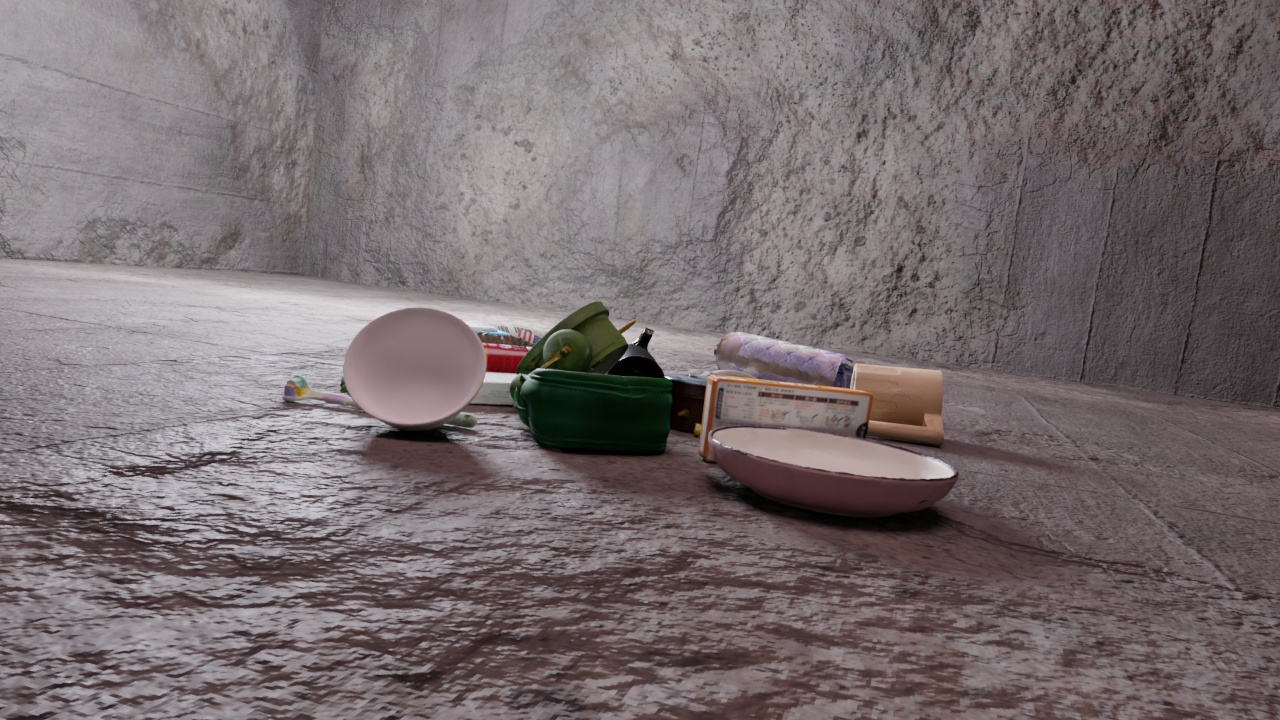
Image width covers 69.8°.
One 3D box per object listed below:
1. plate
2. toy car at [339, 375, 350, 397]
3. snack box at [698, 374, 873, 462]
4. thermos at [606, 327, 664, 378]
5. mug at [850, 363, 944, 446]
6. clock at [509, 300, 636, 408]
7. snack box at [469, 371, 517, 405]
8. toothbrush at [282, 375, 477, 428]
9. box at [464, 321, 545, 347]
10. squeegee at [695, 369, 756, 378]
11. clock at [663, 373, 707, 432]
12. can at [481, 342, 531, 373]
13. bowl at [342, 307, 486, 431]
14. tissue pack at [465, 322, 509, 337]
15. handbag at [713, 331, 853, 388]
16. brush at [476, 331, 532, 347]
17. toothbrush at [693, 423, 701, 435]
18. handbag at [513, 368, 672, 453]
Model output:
[{"bbox_3d":[0.147,0.088,0.720,0.192,0.039,0.192,7,5,-1],"label":"plate"},{"bbox_3d":[-0.256,0.018,0.923,0.091,0.036,0.043,-10,10,-11],"label":"toy car"},{"bbox_3d":[0.131,0.058,0.827,0.153,0.075,0.026,6,6,-14],"label":"snack box"},{"bbox_3d":[-0.007,0.007,1.121,0.068,0.090,0.242,19,5,-4],"label":"thermos"},{"bbox_3d":[0.309,0.058,1.116,0.103,0.084,0.124,6,32,9],"label":"mug"},{"bbox_3d":[-0.075,0.001,0.940,0.056,0.116,0.160,48,34,8],"label":"clock"},{"bbox_3d":[-0.161,0.030,1.011,0.156,0.027,0.085,4,6,-26],"label":"snack box"},{"bbox_3d":[-0.239,0.041,0.842,0.190,0.029,0.020,9,-35,11],"label":"toothbrush"},{"bbox_3d":[-0.202,-0.031,1.343,0.163,0.077,0.075,7,10,-25],"label":"box"},{"bbox_3d":[0.106,0.032,1.277,0.246,0.039,0.247,2,7,-42],"label":"squeegee"},{"bbox_3d":[0.073,0.046,0.989,0.121,0.055,0.082,4,5,-36],"label":"clock"},{"bbox_3d":[-0.179,0.006,1.093,0.132,0.053,0.053,5,6,-20],"label":"can"},{"bbox_3d":[-0.193,0.020,0.799,0.118,0.118,0.065,7,-33,-3],"label":"bowl"},{"bbox_3d":[-0.241,-0.019,1.234,0.140,0.063,0.090,4,6,-27],"label":"tissue pack"},{"bbox_3d":[0.221,0.009,1.377,0.194,0.075,0.134,13,-3,26],"label":"handbag"},{"bbox_3d":[-0.198,-0.003,1.161,0.145,0.063,0.073,7,-25,-21],"label":"brush"},{"bbox_3d":[0.149,0.080,0.930,0.190,0.016,0.015,7,5,3],"label":"toothbrush"},{"bbox_3d":[-0.043,0.040,0.831,0.131,0.068,0.120,5,5,-27],"label":"handbag"}]
